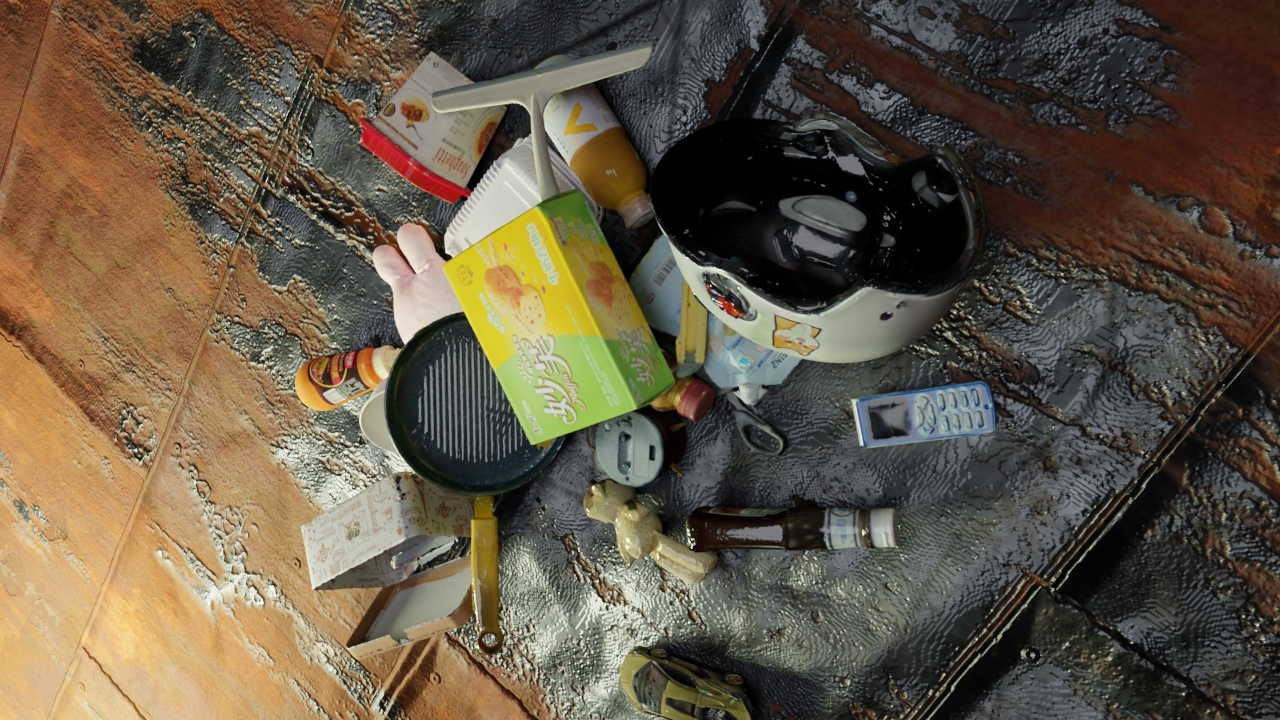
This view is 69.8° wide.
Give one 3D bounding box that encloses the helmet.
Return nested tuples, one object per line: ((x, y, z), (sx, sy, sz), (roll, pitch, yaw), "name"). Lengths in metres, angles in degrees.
((0.148, -0.091, 0.796), (0.274, 0.229, 0.157), (16, 143, 21), "helmet")

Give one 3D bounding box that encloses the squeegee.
((-0.085, -0.162, 0.905), (0.247, 0.039, 0.247), (-4, 106, 24), "squeegee")

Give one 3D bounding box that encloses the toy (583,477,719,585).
((0.009, 0.177, 0.958), (0.157, 0.066, 0.105), (33, 150, 15), "toy")

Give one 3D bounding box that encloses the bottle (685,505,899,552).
((0.145, 0.160, 0.876), (0.195, 0.079, 0.044), (-5, 87, 24), "bottle")

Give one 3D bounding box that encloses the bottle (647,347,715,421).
((-0.006, 0.005, 0.940), (0.175, 0.057, 0.057), (29, 106, 23), "bottle")

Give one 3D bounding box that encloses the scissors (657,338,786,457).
((0.086, 0.032, 0.931), (0.180, 0.014, 0.159), (-26, 80, 28), "scissors")

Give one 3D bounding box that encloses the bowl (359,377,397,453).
((-0.262, 0.047, 1.060), (0.118, 0.118, 0.064), (-40, 40, 23), "bowl")

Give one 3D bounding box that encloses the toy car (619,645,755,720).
((0.045, 0.353, 0.965), (0.158, 0.042, 0.070), (11, 99, 27), "toy car")

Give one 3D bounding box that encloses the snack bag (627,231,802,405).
((0.076, -0.046, 0.905), (0.191, 0.039, 0.110), (41, 95, 21), "snack bag")

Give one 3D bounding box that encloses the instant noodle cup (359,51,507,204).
((-0.220, -0.255, 0.999), (0.116, 0.116, 0.124), (39, 97, 18), "instant noodle cup")

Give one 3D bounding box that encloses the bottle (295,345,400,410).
((-0.343, 0.015, 1.109), (0.150, 0.066, 0.066), (-17, 88, 19), "bottle")

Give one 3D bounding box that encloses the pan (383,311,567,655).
((-0.167, 0.125, 0.972), (0.197, 0.078, 0.357), (-3, 93, -7), "pan")

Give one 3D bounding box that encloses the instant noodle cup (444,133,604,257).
((-0.138, -0.144, 0.994), (0.138, 0.060, 0.174), (46, 113, 14), "instant noodle cup")

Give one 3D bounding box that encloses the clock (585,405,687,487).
((-0.010, 0.083, 0.954), (0.122, 0.055, 0.082), (9, 103, 31), "clock")

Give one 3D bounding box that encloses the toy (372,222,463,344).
((-0.244, -0.076, 1.051), (0.122, 0.054, 0.159), (-30, 86, 29), "toy")

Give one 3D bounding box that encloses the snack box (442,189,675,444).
((-0.082, -0.037, 0.891), (0.158, 0.069, 0.210), (-22, 96, 41), "snack box")

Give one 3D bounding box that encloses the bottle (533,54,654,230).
((-0.047, -0.220, 0.936), (0.068, 0.067, 0.189), (-36, 83, 24), "bottle")

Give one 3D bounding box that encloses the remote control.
((0.258, 0.049, 0.841), (0.125, 0.024, 0.049), (-10, 91, 25), "remote control")

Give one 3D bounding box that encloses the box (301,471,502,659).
((-0.264, 0.243, 1.042), (0.183, 0.152, 0.174), (-29, 64, 25), "box")

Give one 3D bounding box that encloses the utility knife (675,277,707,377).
((0.052, -0.091, 0.890), (0.031, 0.022, 0.216), (2, 87, 5), "utility knife")
